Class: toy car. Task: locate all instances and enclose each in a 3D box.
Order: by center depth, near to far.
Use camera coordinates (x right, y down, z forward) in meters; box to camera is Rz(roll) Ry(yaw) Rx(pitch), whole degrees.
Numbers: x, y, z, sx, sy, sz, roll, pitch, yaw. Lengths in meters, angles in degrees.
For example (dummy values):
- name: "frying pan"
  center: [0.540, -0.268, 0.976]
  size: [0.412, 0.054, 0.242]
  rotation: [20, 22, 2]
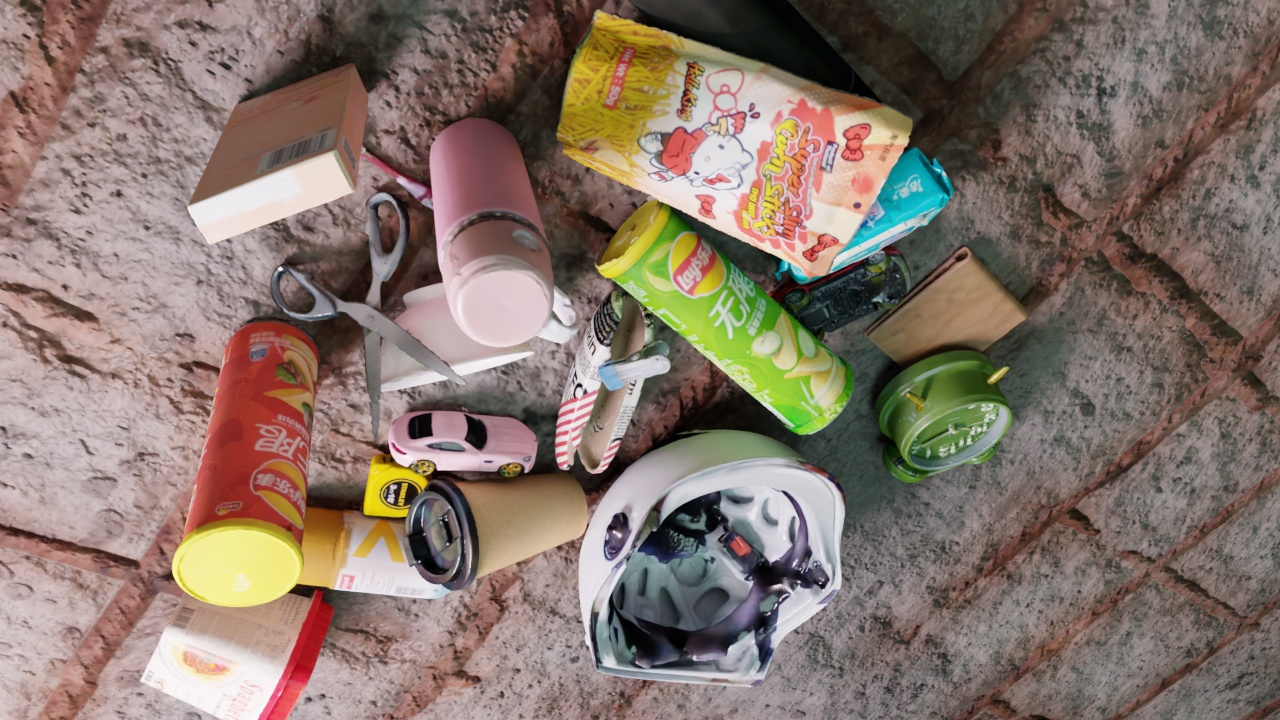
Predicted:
- name: "toy car"
  center: [0.160, -0.056, 0.751]
  size: [0.121, 0.045, 0.053]
  rotation: [-23, 129, 10]
- name: "toy car"
  center: [-0.144, 0.065, 0.755]
  size: [0.122, 0.056, 0.037]
  rotation: [4, 131, -18]

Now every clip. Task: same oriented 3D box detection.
- name: "clip"
  center: [-0.004, 0.003, 0.693]
  size: [0.056, 0.027, 0.024]
  rotation: [-22, 124, 14]

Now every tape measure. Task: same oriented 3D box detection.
- name: "tape measure"
  center: [-0.207, 0.105, 0.784]
  size: [0.057, 0.029, 0.060]
  rotation: [8, 123, -18]

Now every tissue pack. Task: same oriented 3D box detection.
- name: "tissue pack"
  center: [0.158, -0.102, 0.686]
  size: [0.133, 0.093, 0.050]
  rotation: [-27, 85, 6]

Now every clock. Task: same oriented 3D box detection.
- name: "clock"
  center: [0.280, 0.060, 0.850]
  size: [0.116, 0.056, 0.161]
  rotation: [-15, 141, -2]

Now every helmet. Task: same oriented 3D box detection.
- name: "helmet"
  center: [0.052, 0.158, 0.817]
  size: [0.228, 0.146, 0.259]
  rotation: [11, 113, -26]

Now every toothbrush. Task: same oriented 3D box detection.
- name: "toothbrush"
  center: [-0.145, -0.110, 0.651]
  size: [0.187, 0.017, 0.016]
  rotation: [35, 111, -31]

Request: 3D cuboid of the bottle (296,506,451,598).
- name: "bottle"
  center: [-0.251, 0.163, 0.789]
  size: [0.189, 0.068, 0.068]
  rotation: [12, 121, -22]

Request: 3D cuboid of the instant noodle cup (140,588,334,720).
- name: "instant noodle cup"
  center: [-0.354, 0.254, 0.809]
  size: [0.124, 0.116, 0.117]
  rotation: [28, 115, -16]

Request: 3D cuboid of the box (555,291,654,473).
- name: "box"
  center: [-0.023, 0.020, 0.749]
  size: [0.073, 0.075, 0.164]
  rotation: [9, 120, -15]

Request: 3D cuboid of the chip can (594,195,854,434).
- name: "chip can"
  center: [0.070, -0.029, 0.701]
  size: [0.221, 0.072, 0.073]
  rotation: [39, 109, -19]

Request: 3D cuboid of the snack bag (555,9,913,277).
- name: "snack bag"
  center: [0.053, -0.140, 0.595]
  size: [0.208, 0.073, 0.129]
  rotation: [24, 132, 2]

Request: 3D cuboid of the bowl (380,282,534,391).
- name: "bowl"
  center: [-0.143, -0.022, 0.678]
  size: [0.118, 0.118, 0.064]
  rotation: [-14, 88, -4]

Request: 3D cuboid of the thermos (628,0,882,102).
- name: "thermos"
  center: [0.078, -0.209, 0.593]
  size: [0.242, 0.090, 0.068]
  rotation: [31, 93, -30]

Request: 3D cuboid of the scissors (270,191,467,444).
- name: "scissors"
  center: [-0.184, -0.034, 0.633]
  size: [0.159, 0.180, 0.014]
  rotation: [-65, 162, 1]

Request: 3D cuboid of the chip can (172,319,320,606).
- name: "chip can"
  center: [-0.257, 0.060, 0.620]
  size: [0.073, 0.216, 0.073]
  rotation: [-7, 128, -9]

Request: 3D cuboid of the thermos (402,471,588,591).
- name: "thermos"
  center: [-0.120, 0.137, 0.778]
  size: [0.143, 0.093, 0.093]
  rotation: [-7, 130, -39]

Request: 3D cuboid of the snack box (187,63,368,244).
- name: "snack box"
  center: [-0.205, -0.126, 0.536]
  size: [0.084, 0.157, 0.026]
  rotation: [-20, 126, 1]

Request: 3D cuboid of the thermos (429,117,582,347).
- name: "thermos"
  center: [-0.087, -0.081, 0.575]
  size: [0.087, 0.198, 0.067]
  rotation: [27, 114, -31]

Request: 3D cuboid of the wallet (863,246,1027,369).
- name: "wallet"
  center: [0.271, -0.034, 0.814]
  size: [0.101, 0.020, 0.115]
  rotation: [34, 114, -30]
